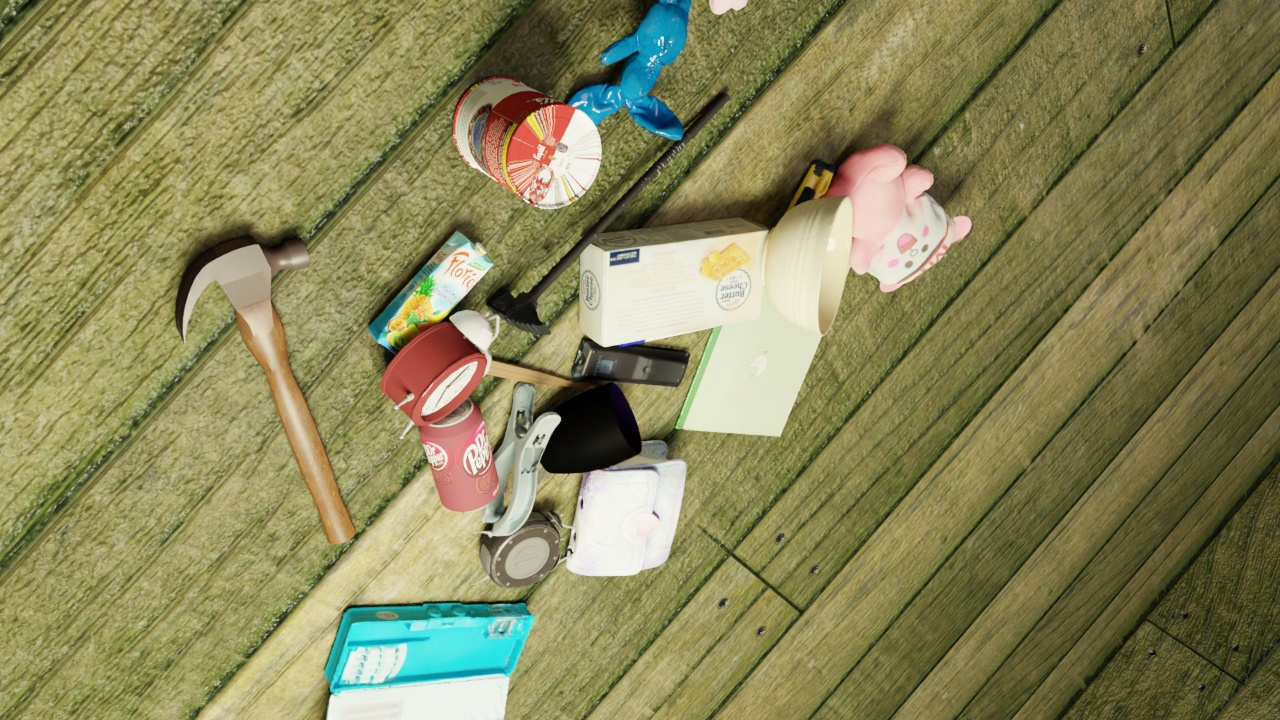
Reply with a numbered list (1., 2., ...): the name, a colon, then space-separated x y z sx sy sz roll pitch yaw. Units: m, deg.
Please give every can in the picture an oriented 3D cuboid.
1. can: -0.182 0.095 0.926 0.063 0.063 0.114 -24 127 -23
2. can: -0.099 -0.188 0.786 0.086 0.116 0.087 -17 124 -27

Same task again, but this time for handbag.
1. handbag: -0.018 0.181 1.091 0.126 0.069 0.159 -6 121 -31

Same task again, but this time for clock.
1. clock: -0.133 0.210 1.040 0.122 0.044 0.091 -10 121 -32
2. clock: -0.183 0.006 0.858 0.137 0.048 0.096 -41 166 -25

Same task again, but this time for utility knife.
1. utility knife: 0.176 -0.156 1.054 0.163 0.030 0.017 -63 166 6

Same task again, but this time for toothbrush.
1. toothbrush: -0.103 0.019 0.971 0.166 0.016 0.016 15 105 -39

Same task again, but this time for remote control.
1. remote control: -0.006 0.006 1.028 0.150 0.022 0.047 6 112 -37

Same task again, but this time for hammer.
1. hammer: -0.015 -0.152 0.903 0.324 0.095 0.015 -48 131 -12
2. hammer: -0.315 0.042 0.825 0.115 0.033 0.323 -25 128 -24

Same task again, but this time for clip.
1. clip: -0.138 0.102 0.976 0.028 0.107 0.163 7 115 -39

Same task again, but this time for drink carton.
1. drink carton: -0.193 -0.061 0.845 0.129 0.038 0.044 -48 132 -1

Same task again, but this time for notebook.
1. notebook: 0.154 -0.022 1.134 0.181 0.010 0.253 7 111 -38

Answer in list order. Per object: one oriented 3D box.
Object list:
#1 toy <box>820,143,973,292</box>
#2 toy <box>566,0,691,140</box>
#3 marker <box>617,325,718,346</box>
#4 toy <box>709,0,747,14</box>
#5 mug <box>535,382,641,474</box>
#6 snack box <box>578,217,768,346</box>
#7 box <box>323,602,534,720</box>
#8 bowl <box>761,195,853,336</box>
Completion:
1. toy: 0.303 -0.166 1.106 0.213 0.084 0.142 28 108 -38
2. toy: 0.011 -0.280 0.848 0.112 0.071 0.176 18 104 -29
3. marker: 0.031 -0.039 1.026 0.133 0.027 0.023 -13 122 -32
4. toy: 0.086 -0.372 0.858 0.099 0.053 0.096 -23 137 -25
5. mug: -0.057 0.080 1.000 0.100 0.085 0.118 -23 174 12
6. snack box: 0.036 -0.087 0.977 0.207 0.057 0.104 -11 117 -30
7. box: -0.244 0.363 1.042 0.226 0.056 0.185 10 99 -38
8. bowl: 0.176 -0.106 0.992 0.150 0.075 0.150 11 90 -69
